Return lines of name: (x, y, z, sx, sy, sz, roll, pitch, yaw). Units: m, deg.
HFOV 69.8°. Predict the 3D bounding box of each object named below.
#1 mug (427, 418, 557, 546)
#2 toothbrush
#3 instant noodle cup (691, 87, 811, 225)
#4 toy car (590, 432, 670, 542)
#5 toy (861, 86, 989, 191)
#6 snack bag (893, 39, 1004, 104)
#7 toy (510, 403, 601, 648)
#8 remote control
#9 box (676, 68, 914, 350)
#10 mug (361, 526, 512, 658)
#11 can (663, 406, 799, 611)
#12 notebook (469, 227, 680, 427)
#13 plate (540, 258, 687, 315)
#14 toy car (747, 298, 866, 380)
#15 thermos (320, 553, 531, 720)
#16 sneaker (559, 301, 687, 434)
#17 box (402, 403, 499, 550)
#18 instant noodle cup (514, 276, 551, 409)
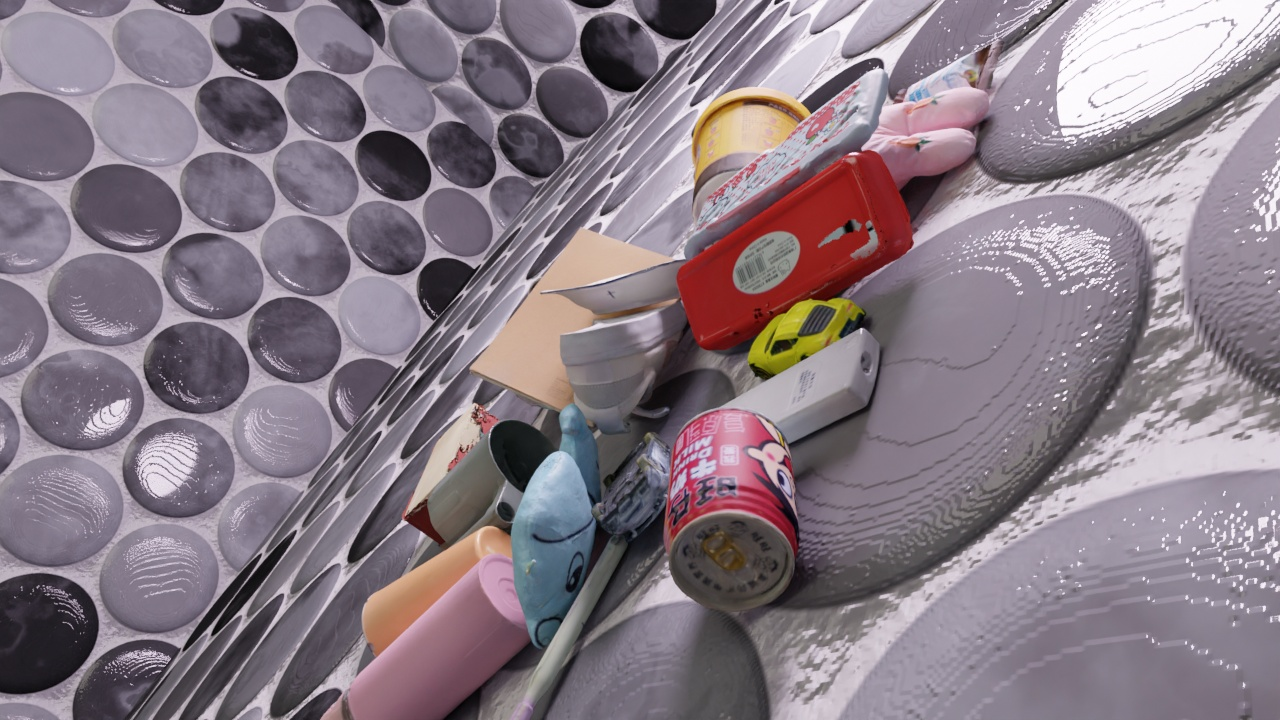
mug: (-0.133, 0.125, 0.803, 0.104, 0.083, 0.123, -42, 16, 29)
toothbrush: (-0.052, 0.184, 0.567, 0.029, 0.020, 0.189, 4, 46, 32)
instant noodle cup: (0.099, -0.162, 0.816, 0.119, 0.118, 0.114, -36, 28, 37)
toy car: (-0.001, 0.086, 0.633, 0.054, 0.037, 0.120, -48, 6, 8)
toy: (0.180, -0.152, 0.684, 0.160, 0.054, 0.121, -19, 34, 46)
snack bag: (0.235, -0.212, 0.717, 0.104, 0.026, 0.048, -15, 49, 64)
toy: (-0.055, 0.109, 0.627, 0.156, 0.050, 0.161, 21, -110, -76)
remote control: (0.086, 0.030, 0.558, 0.135, 0.019, 0.056, -34, 21, 41)
box: (0.101, -0.104, 0.661, 0.202, 0.065, 0.159, -30, 53, 49)
mug: (-0.150, 0.187, 0.727, 0.123, 0.078, 0.078, -38, 18, 20)
can: (0.046, 0.074, 0.471, 0.067, 0.066, 0.093, -41, 17, 24)
notebook: (-0.055, -0.041, 0.934, 0.211, 0.149, 0.012, -56, -27, -25)
plate: (0.006, -0.070, 0.856, 0.165, 0.034, 0.163, -9, 6, 31)
toy car: (0.102, -0.016, 0.602, 0.048, 0.032, 0.105, -55, 15, -21)
thermos: (-0.155, 0.225, 0.646, 0.199, 0.067, 0.087, -43, 2, 14)
sneaker: (-0.005, 0.005, 0.778, 0.089, 0.091, 0.242, -10, 6, 12)
box: (-0.203, 0.118, 1.015, 0.091, 0.077, 0.168, -44, 17, 20)
instant noodle cup: (-0.088, -0.014, 0.995, 0.111, 0.111, 0.120, -30, 33, 48)
